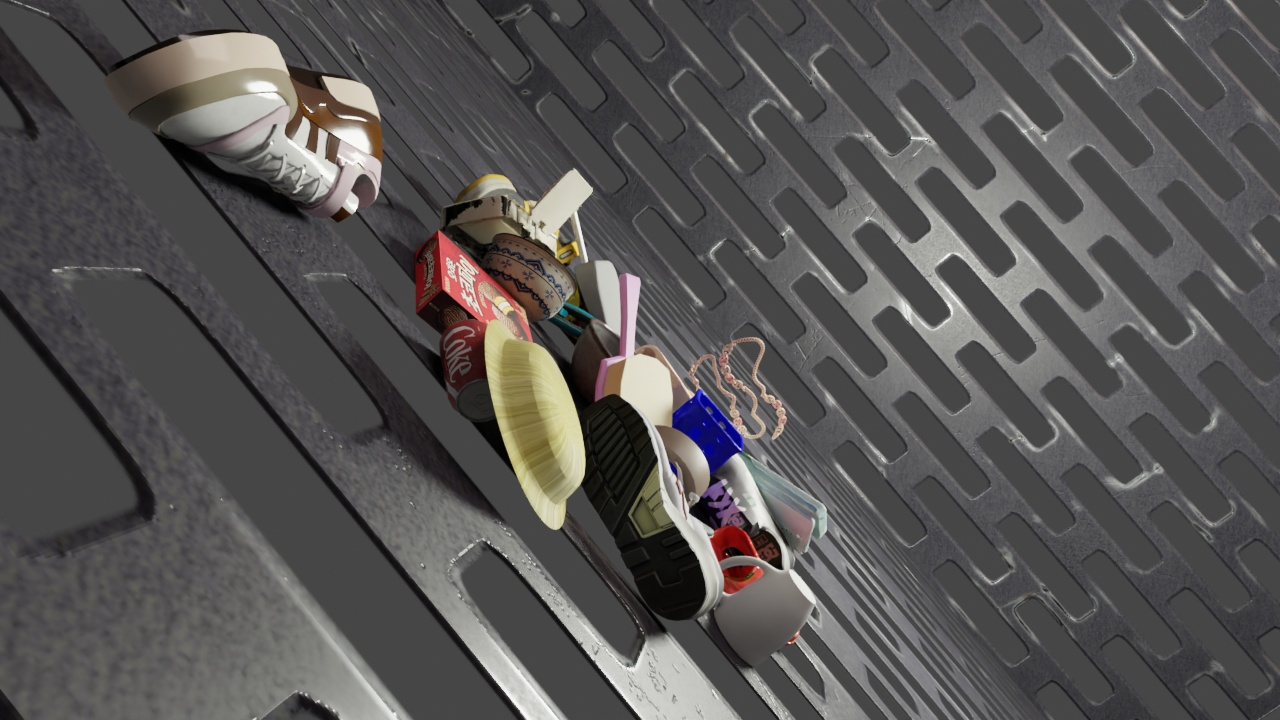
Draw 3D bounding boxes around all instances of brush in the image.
[{"bbox_3d":[-0.006,0.006,1.056,0.089,0.043,0.228,16,70,-43],"label":"brush"}]

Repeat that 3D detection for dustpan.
[{"bbox_3d":[-0.059,-0.106,1.299,0.163,0.033,0.257,-36,114,-79],"label":"dustpan"}]

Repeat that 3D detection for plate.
[{"bbox_3d":[-0.079,0.048,0.779,0.184,0.036,0.184,-16,89,-85],"label":"plate"}]

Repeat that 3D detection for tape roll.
[{"bbox_3d":[0.025,0.115,0.965,0.093,0.094,0.030,50,45,1],"label":"tape roll"}]

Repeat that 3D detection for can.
[{"bbox_3d":[-0.144,0.008,0.798,0.054,0.054,0.096,42,13,-35],"label":"can"}]

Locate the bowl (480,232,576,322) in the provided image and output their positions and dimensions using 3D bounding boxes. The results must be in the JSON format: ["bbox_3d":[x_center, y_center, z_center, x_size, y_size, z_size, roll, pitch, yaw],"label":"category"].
[{"bbox_3d":[-0.139,-0.089,1.075,0.115,0.059,0.116,27,-21,11],"label":"bowl"}]

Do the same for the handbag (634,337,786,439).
[{"bbox_3d":[0.100,0.039,1.327,0.199,0.187,0.116,56,6,-38],"label":"handbag"}]

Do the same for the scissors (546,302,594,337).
[{"bbox_3d":[-0.114,-0.072,1.196,0.019,0.134,0.130,-36,-104,58],"label":"scissors"}]

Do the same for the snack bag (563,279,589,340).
[{"bbox_3d":[-0.068,-0.053,1.327,0.208,0.067,0.138,34,26,-60],"label":"snack bag"}]

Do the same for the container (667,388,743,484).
[{"bbox_3d":[0.054,0.106,1.111,0.085,0.114,0.084,49,10,-2],"label":"container"}]

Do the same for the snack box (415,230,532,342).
[{"bbox_3d":[-0.171,-0.052,0.950,0.132,0.036,0.152,44,12,-30],"label":"snack box"}]

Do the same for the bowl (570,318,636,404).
[{"bbox_3d":[-0.037,0.023,1.158,0.145,0.067,0.144,47,10,-12],"label":"bowl"}]

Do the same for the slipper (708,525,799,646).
[{"bbox_3d":[0.106,0.230,1.048,0.249,0.059,0.103,44,12,-20],"label":"slipper"}]

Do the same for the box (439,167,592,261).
[{"bbox_3d":[-0.136,-0.180,1.131,0.143,0.182,0.080,37,48,-64],"label":"box"}]

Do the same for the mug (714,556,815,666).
[{"bbox_3d":[0.123,0.248,0.957,0.107,0.089,0.071,51,11,10],"label":"mug"}]

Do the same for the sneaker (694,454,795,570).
[{"bbox_3d":[0.117,0.189,1.179,0.235,0.084,0.079,53,11,3],"label":"sneaker"}]

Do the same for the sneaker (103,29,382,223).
[{"bbox_3d":[-0.294,-0.170,0.736,0.293,0.112,0.116,-33,103,-80],"label":"sneaker"}]

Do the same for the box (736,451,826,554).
[{"bbox_3d":[0.164,0.175,1.248,0.199,0.086,0.072,34,29,33],"label":"box"}]

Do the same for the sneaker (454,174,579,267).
[{"bbox_3d":[-0.165,-0.174,1.279,0.122,0.086,0.238,53,12,13],"label":"sneaker"}]

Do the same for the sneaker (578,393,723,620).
[{"bbox_3d":[0.017,0.152,0.905,0.124,0.089,0.239,42,20,-56],"label":"sneaker"}]
